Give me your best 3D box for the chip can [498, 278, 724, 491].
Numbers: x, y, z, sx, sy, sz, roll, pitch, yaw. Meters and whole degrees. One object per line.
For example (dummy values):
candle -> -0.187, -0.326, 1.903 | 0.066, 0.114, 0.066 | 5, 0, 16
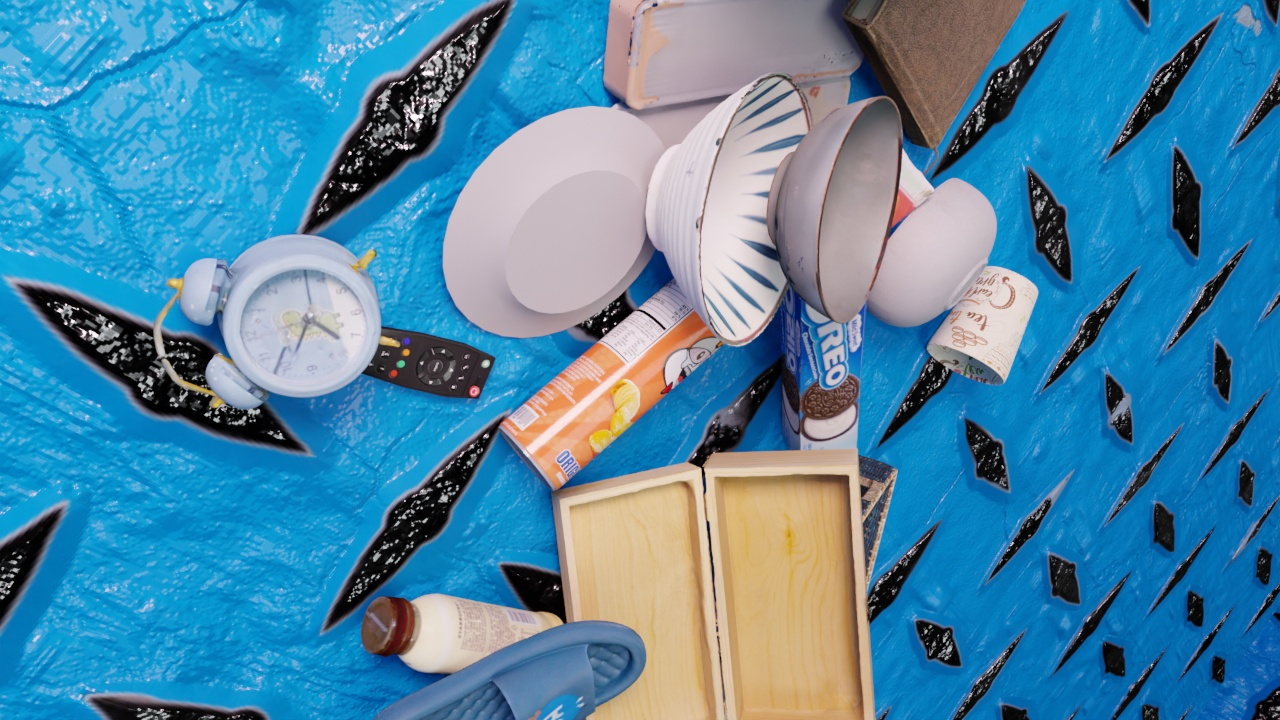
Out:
chip can -> -0.004, 0.004, 0.676 | 0.210, 0.062, 0.062 | -41, 131, -13

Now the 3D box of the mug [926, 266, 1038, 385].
mug -> 0.351, -0.031, 0.928 | 0.097, 0.081, 0.122 | -60, 154, -6

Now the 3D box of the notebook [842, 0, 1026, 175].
notebook -> 0.219, -0.247, 0.697 | 0.190, 0.034, 0.215 | -60, 149, 5

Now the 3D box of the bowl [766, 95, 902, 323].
bowl -> 0.121, -0.101, 0.603 | 0.150, 0.057, 0.151 | -36, 134, -50

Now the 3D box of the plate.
plate -> -0.045, -0.080, 0.601 | 0.172, 0.019, 0.173 | -24, 140, -23

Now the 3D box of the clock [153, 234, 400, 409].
clock -> -0.204, -0.020, 0.515 | 0.124, 0.052, 0.089 | -16, 114, -19

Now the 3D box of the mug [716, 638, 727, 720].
mug -> 0.054, 0.293, 0.846 | 0.111, 0.085, 0.104 | -13, 113, 6

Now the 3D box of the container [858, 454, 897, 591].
container -> 0.172, 0.194, 0.868 | 0.145, 0.071, 0.188 | -30, 133, -56

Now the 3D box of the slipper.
slipper -> -0.093, 0.257, 0.670 | 0.213, 0.059, 0.104 | -18, 135, -11

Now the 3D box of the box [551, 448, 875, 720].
box -> 0.065, 0.206, 0.757 | 0.261, 0.096, 0.247 | -7, 100, -8

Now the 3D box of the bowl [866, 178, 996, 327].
bowl -> 0.254, -0.083, 0.786 | 0.131, 0.064, 0.132 | -42, 160, -19

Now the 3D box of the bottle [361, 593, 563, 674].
bottle -> -0.130, 0.209, 0.692 | 0.162, 0.056, 0.056 | 25, 97, -42

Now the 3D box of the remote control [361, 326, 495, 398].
remote control -> -0.153, -0.002, 0.596 | 0.124, 0.010, 0.039 | 16, 102, -41

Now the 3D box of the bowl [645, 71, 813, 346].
bowl -> 0.051, -0.103, 0.612 | 0.176, 0.071, 0.177 | -35, 132, -51

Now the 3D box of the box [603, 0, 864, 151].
box -> 0.070, -0.195, 0.649 | 0.215, 0.043, 0.149 | -18, 139, -30

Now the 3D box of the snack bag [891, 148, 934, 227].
snack bag -> 0.167, -0.122, 0.729 | 0.116, 0.036, 0.077 | -40, 136, 21

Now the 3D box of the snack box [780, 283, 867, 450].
snack box -> 0.150, -0.002, 0.763 | 0.059, 0.059, 0.227 | -12, 132, -5
